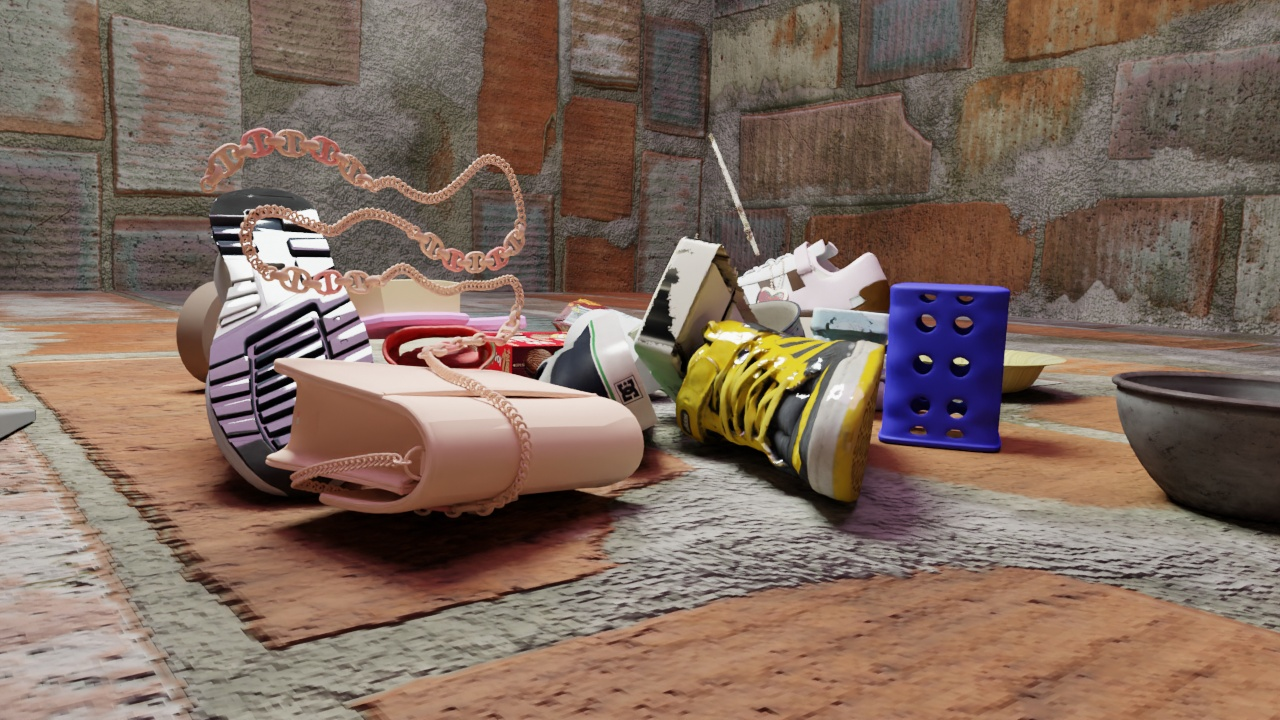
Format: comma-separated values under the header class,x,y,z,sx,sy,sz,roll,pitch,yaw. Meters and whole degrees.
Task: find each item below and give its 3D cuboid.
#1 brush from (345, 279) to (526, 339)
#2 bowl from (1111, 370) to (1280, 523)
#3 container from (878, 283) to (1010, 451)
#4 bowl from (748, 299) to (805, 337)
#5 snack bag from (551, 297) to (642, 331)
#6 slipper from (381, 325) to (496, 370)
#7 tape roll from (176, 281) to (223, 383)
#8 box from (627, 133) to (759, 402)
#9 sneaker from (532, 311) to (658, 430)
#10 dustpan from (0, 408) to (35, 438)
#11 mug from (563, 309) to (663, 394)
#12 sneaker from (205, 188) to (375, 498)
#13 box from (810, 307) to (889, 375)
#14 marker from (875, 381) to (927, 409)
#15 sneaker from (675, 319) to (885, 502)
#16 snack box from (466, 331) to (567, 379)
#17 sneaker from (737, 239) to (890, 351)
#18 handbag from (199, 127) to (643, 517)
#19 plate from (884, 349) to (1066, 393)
class,x,y,z,sx,sy,sz,roll,pitch,yaw
brush,-0.203,-0.050,0.932,0.089,0.043,0.228,-12,-4,36
bowl,0.339,0.048,0.507,0.145,0.067,0.145,2,6,0
container,0.225,0.001,0.678,0.085,0.113,0.084,4,7,19
bowl,0.094,-0.001,0.806,0.115,0.059,0.115,-21,18,7
snack bag,0.006,-0.028,1.120,0.208,0.067,0.138,12,9,24
slipper,-0.186,-0.004,0.851,0.103,0.059,0.249,1,8,-11
tape roll,-0.359,-0.023,0.809,0.030,0.094,0.093,5,7,22
box,0.044,-0.060,0.690,0.081,0.181,0.143,18,-16,24
sneaker,-0.039,0.018,0.649,0.079,0.084,0.235,-22,3,0
dustpan,-0.454,0.045,0.486,0.163,0.033,0.258,0,-2,-18
mug,-0.005,0.005,0.850,0.107,0.071,0.089,33,-6,-40
sneaker,-0.213,0.010,0.558,0.088,0.124,0.239,-6,49,-22
box,0.191,-0.017,0.844,0.086,0.072,0.198,40,5,11
marker,0.190,0.030,0.812,0.126,0.025,0.025,3,7,10
sneaker,0.079,0.023,0.558,0.122,0.086,0.238,9,4,12
snack box,-0.102,-0.006,0.994,0.132,0.036,0.152,-1,7,-27
sneaker,0.142,-0.077,1.035,0.294,0.116,0.111,5,8,39
handbag,-0.084,-0.020,0.432,0.117,0.187,0.198,7,2,34
plate,0.342,0.012,0.960,0.184,0.036,0.184,1,6,0
